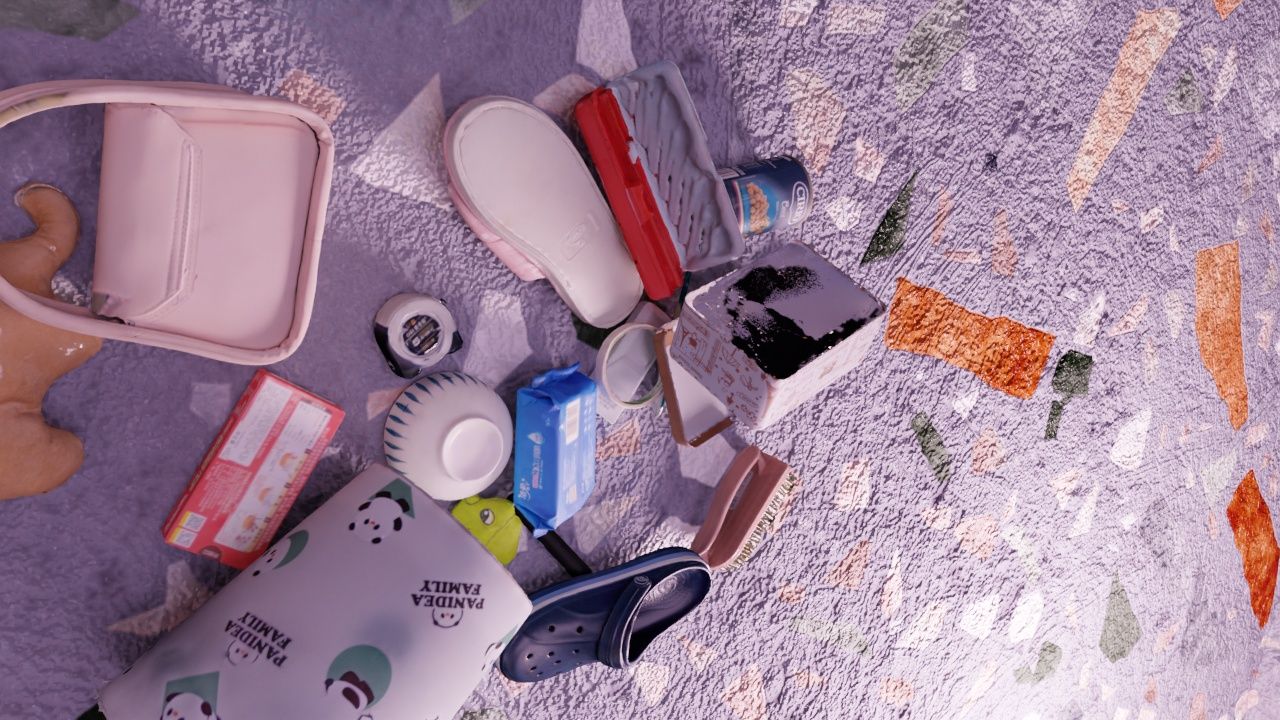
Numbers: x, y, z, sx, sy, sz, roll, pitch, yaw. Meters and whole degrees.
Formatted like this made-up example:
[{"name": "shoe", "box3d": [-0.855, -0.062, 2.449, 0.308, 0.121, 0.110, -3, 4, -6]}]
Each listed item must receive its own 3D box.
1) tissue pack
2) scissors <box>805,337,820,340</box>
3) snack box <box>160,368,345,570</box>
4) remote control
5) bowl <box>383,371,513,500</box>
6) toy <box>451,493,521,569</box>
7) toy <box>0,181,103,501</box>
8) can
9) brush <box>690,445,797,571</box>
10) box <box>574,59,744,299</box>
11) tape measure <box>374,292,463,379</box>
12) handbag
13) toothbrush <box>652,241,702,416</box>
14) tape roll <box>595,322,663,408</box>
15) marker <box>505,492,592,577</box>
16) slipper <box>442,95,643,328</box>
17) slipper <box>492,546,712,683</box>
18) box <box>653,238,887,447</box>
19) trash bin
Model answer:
[{"name": "tissue pack", "box3d": [-0.082, 0.084, 0.867, 0.094, 0.052, 0.157, -25, 119, -67]}, {"name": "scissors", "box3d": [0.130, -0.023, 1.024, 0.225, 0.015, 0.189, 3, 100, -35]}, {"name": "snack box", "box3d": [-0.313, 0.090, 0.747, 0.075, 0.025, 0.152, 33, 82, -36]}, {"name": "remote control", "box3d": [-0.012, 0.001, 0.930, 0.049, 0.024, 0.124, 39, 80, -34]}, {"name": "bowl", "box3d": [-0.163, 0.073, 0.819, 0.116, 0.066, 0.116, -9, 106, -33]}, {"name": "toy", "box3d": [-0.150, 0.176, 0.873, 0.100, 0.031, 0.096, -46, 112, -7]}, {"name": "toy", "box3d": [-0.440, -0.012, 0.609, 0.143, 0.083, 0.226, 7, 95, -50]}, {"name": "can", "box3d": [0.110, -0.164, 0.940, 0.111, 0.075, 0.075, -18, 111, -29]}, {"name": "brush", "box3d": [0.109, 0.168, 1.029, 0.073, 0.063, 0.145, 38, 81, -38]}, {"name": "box", "box3d": [0.024, -0.169, 0.855, 0.102, 0.095, 0.201, -18, 111, 15]}, {"name": "tape measure", "box3d": [-0.195, -0.026, 0.794, 0.065, 0.034, 0.066, -32, 120, -26]}, {"name": "handbag", "box3d": [-0.336, -0.099, 0.616, 0.233, 0.093, 0.193, 0, 102, -47]}, {"name": "toothbrush", "box3d": [0.040, -0.034, 0.962, 0.018, 0.016, 0.191, 8, 97, -46]}, {"name": "tape roll", "box3d": [-0.005, 0.005, 0.910, 0.085, 0.014, 0.086, -9, 106, -33]}, {"name": "marker", "box3d": [-0.090, 0.179, 0.922, 0.022, 0.020, 0.132, -26, 122, 17]}, {"name": "slipper", "box3d": [-0.084, -0.128, 0.829, 0.114, 0.054, 0.274, -52, 135, -9]}, {"name": "slipper", "box3d": [-0.029, 0.270, 0.928, 0.252, 0.095, 0.105, -16, 123, -28]}, {"name": "box", "box3d": [0.114, 0.001, 0.931, 0.182, 0.154, 0.185, -29, 148, -33]}, {"name": "trash bin", "box3d": [-0.235, 0.233, 0.723, 0.251, 0.230, 0.229, -46, 122, -23]}]
